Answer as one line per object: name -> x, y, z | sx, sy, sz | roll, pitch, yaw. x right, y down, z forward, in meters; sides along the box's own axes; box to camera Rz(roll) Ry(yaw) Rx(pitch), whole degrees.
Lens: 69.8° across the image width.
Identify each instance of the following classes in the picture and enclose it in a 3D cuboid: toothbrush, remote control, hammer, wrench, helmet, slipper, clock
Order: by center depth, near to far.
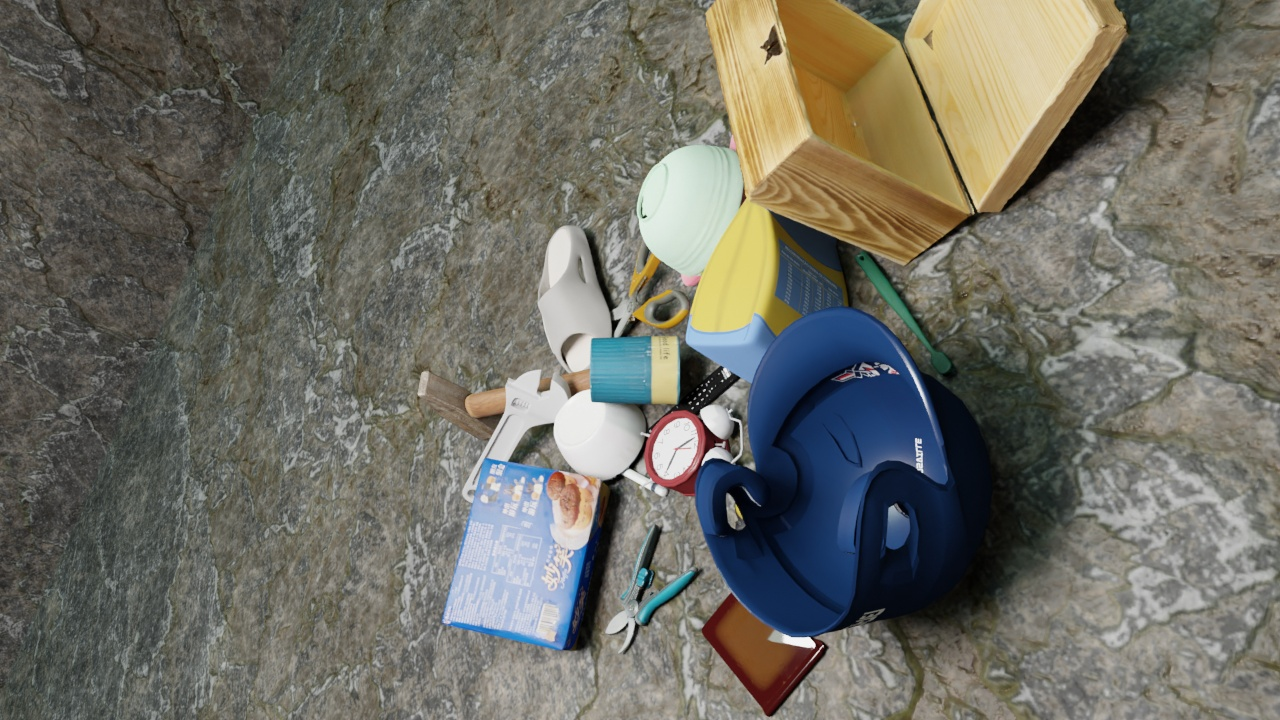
helmet -> 0.189, 0.088, 0.799 | 0.233, 0.222, 0.272 | -8, 93, 57
toothbrush -> 0.272, -0.051, 0.950 | 0.016, 0.017, 0.189 | -43, 44, 21
clock -> 0.061, 0.103, 1.053 | 0.138, 0.048, 0.096 | -21, 56, 38
remote control -> 0.062, 0.054, 1.106 | 0.140, 0.009, 0.030 | -43, 46, 21
toothbrush -> -0.028, 0.131, 1.153 | 0.187, 0.012, 0.017 | 22, 84, 48
hammer -> -0.146, 0.042, 1.242 | 0.301, 0.158, 0.037 | -12, 58, 27
wrench -> -0.174, 0.112, 1.243 | 0.274, 0.086, 0.018 | -58, 11, 36
slipper -> -0.112, -0.094, 1.290 | 0.113, 0.080, 0.265 | -41, 46, 36

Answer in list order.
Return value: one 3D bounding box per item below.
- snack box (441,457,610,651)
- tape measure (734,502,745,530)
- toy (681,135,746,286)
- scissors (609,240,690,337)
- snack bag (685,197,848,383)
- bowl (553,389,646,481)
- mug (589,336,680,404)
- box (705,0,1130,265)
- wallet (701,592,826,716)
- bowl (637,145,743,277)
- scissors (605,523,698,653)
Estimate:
snack box -> -0.135, 0.234, 1.115 | 0.155, 0.069, 0.202 | 8, 73, 14
tape measure -> 0.128, 0.154, 0.972 | 0.062, 0.034, 0.061 | -23, 53, 34
toy -> 0.110, -0.177, 1.087 | 0.192, 0.096, 0.237 | -121, 40, -52
scissors -> 0.002, -0.073, 1.191 | 0.226, 0.016, 0.216 | -64, 34, 20
snack bag -> 0.150, -0.082, 0.980 | 0.102, 0.159, 0.205 | 1, 69, 46
bowl -> -0.057, 0.087, 1.151 | 0.117, 0.065, 0.116 | -23, 48, 27
mug -> -0.007, 0.007, 1.116 | 0.113, 0.107, 0.083 | -90, -2, -67
box -> 0.285, -0.307, 0.905 | 0.325, 0.283, 0.278 | -41, 45, 39
wallet -> 0.123, 0.283, 0.928 | 0.091, 0.018, 0.115 | -53, 47, 10
bowl -> 0.045, -0.176, 1.023 | 0.151, 0.077, 0.150 | -47, 35, 48
scissors -> 0.012, 0.261, 1.043 | 0.125, 0.019, 0.153 | -5, 68, 44
